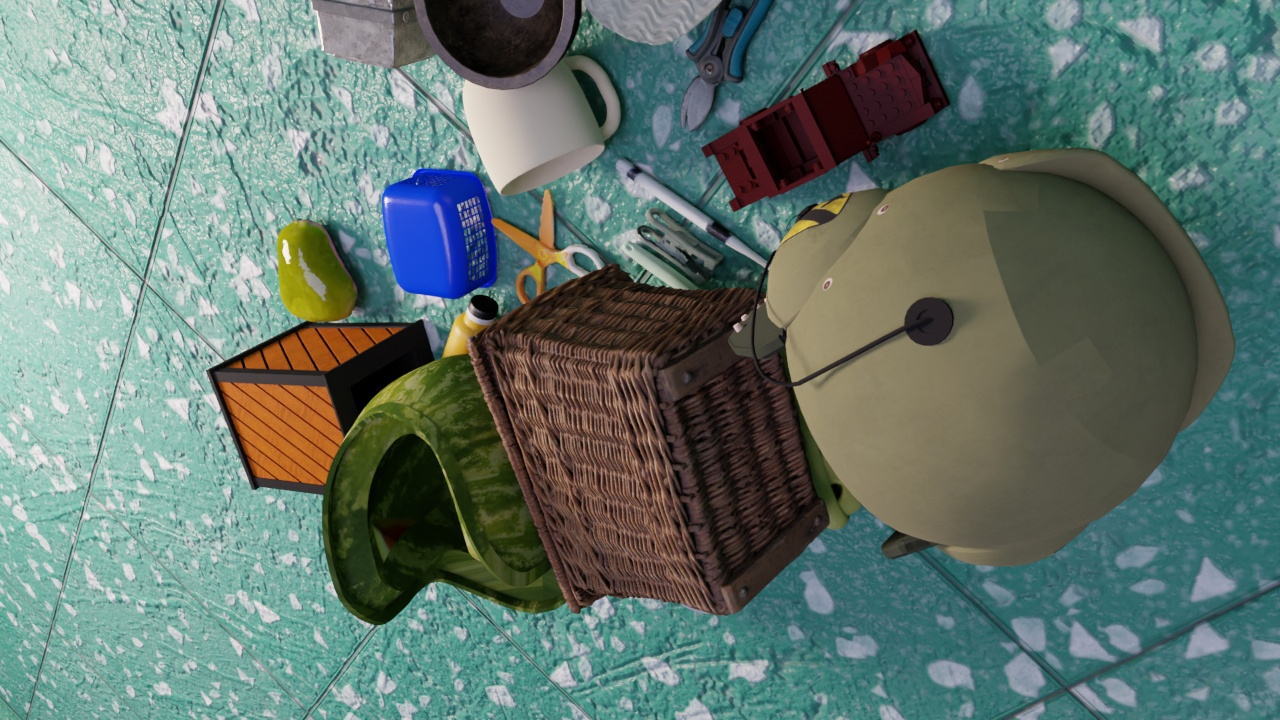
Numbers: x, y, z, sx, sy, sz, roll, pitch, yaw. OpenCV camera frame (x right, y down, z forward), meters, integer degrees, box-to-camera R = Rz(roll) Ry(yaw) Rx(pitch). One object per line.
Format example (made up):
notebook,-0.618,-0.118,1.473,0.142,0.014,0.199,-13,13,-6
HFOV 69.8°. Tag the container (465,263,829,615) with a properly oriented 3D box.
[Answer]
container,0.017,0.062,0.691,0.183,0.161,0.250,2,117,49

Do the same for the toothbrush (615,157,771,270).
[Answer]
toothbrush,0.055,-0.110,0.742,0.187,0.017,0.012,36,100,10

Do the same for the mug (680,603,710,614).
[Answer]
mug,0.075,0.167,0.830,0.073,0.082,0.106,42,128,5

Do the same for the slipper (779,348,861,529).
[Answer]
slipper,0.146,0.041,0.737,0.081,0.091,0.190,-21,109,4

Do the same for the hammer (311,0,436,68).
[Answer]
hammer,-0.104,-0.303,0.706,0.326,0.079,0.177,16,121,16

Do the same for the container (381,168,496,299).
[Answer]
container,-0.190,-0.115,0.856,0.096,0.058,0.114,10,118,26

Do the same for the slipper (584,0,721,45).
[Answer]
slipper,0.047,-0.335,0.594,0.115,0.052,0.263,29,113,-6

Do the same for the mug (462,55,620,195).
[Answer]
mug,-0.080,-0.202,0.732,0.120,0.096,0.100,-24,93,-2

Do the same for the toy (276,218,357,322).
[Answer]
toy,-0.343,-0.094,0.961,0.090,0.051,0.110,2,112,27

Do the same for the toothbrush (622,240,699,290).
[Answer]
toothbrush,0.047,-0.056,0.776,0.155,0.015,0.022,36,97,10

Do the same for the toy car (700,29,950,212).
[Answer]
toy car,0.122,-0.163,0.647,0.170,0.061,0.070,-22,102,36

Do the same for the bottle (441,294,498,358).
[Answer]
bottle,-0.175,-0.003,0.915,0.043,0.043,0.144,35,127,10

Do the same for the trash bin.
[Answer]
trash bin,-0.320,0.047,0.964,0.172,0.139,0.140,1,114,30

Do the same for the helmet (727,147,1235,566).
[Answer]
helmet,0.205,-0.010,0.543,0.234,0.254,0.250,-32,97,41

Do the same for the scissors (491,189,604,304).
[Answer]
scissors,-0.082,-0.095,0.834,0.131,0.011,0.125,18,123,20

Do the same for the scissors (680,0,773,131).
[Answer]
scissors,0.068,-0.236,0.669,0.146,0.019,0.133,-7,109,32

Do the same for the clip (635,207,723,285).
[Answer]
clip,0.031,-0.096,0.760,0.076,0.023,0.044,37,125,7

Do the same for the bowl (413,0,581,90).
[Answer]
bowl,-0.094,-0.260,0.653,0.121,0.056,0.121,8,119,14

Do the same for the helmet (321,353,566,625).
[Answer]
helmet,-0.146,0.114,0.836,0.214,0.246,0.243,-23,73,26
